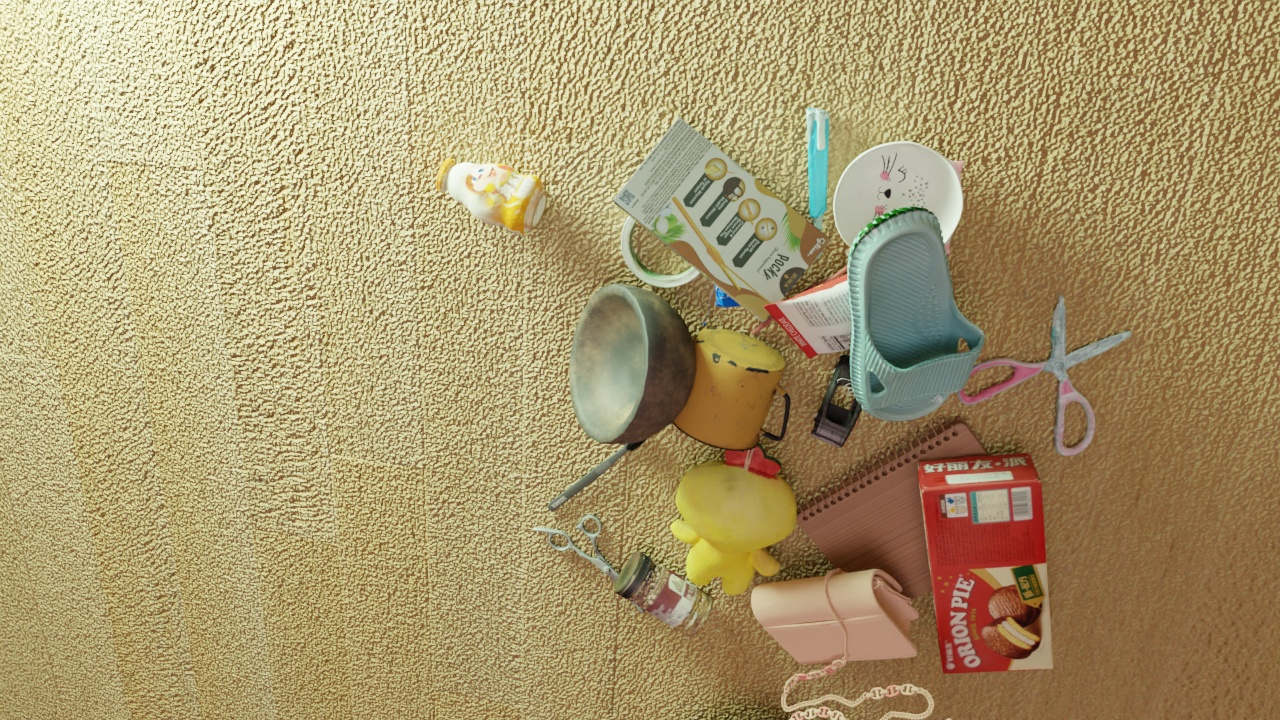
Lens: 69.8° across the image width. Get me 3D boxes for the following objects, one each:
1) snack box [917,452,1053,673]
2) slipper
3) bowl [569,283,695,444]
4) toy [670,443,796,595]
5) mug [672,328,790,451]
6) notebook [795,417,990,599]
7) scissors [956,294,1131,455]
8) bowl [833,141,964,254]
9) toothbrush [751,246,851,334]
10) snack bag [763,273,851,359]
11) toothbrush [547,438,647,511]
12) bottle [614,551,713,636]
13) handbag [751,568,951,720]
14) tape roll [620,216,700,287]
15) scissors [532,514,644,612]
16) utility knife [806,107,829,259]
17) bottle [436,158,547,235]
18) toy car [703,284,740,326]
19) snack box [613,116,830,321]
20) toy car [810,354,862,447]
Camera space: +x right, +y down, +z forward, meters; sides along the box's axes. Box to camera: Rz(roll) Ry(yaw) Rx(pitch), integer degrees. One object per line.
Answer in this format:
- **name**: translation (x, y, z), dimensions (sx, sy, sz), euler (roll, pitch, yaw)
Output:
- **snack box**: translation (0.360, 0.216, 0.958), dimensions (0.113, 0.060, 0.236), euler (-8, 111, 14)
- **slipper**: translation (0.249, -0.021, 0.843), dimensions (0.116, 0.069, 0.276), euler (-22, 135, 1)
- **bowl**: translation (-0.005, 0.005, 0.935), dimensions (0.070, 0.162, 0.162), euler (5, 119, -31)
- **toy**: translation (0.100, 0.184, 1.013), dimensions (0.134, 0.092, 0.208), euler (13, 134, 6)
- **mug**: translation (0.099, 0.031, 0.937), dimensions (0.124, 0.100, 0.094), euler (28, 115, 23)
- **notebook**: translation (0.296, 0.171, 0.997), dimensions (0.211, 0.022, 0.169), euler (-35, 101, 23)
- **scissors**: translation (0.412, 0.025, 0.918), dimensions (0.171, 0.013, 0.175), euler (-28, 102, 18)
- **bowl**: translation (0.240, -0.151, 0.862), dimensions (0.115, 0.050, 0.115), euler (5, 113, 11)
- **toothbrush**: translation (0.166, -0.070, 0.900), dimensions (0.015, 0.015, 0.185), euler (43, 136, -7)
- **snack bag**: translation (0.209, -0.051, 0.886), dimensions (0.144, 0.039, 0.130), euler (-24, 148, 20)
- **toothbrush**: translation (-0.051, 0.130, 1.065), dimensions (0.168, 0.013, 0.013), euler (-39, 99, 26)
- **bottle**: translation (0.028, 0.274, 1.077), dimensions (0.105, 0.056, 0.056), euler (33, 115, -7)
- **handbag**: translation (0.208, 0.316, 0.965), dimensions (0.199, 0.186, 0.116), euler (-19, 129, 38)
- **tape roll**: translation (0.027, -0.121, 0.940), dimensions (0.094, 0.018, 0.094), euler (5, 113, 11)
- **scissors**: translation (-0.056, 0.250, 1.114), dimensions (0.121, 0.014, 0.160), euler (-15, 105, 17)
- **utility knife**: translation (0.170, -0.169, 0.890), dimensions (0.022, 0.015, 0.149), euler (-6, 113, -9)
- **bottle**: translation (-0.152, -0.171, 0.936), dimensions (0.109, 0.063, 0.063), euler (21, 115, 4)
- **toy car**: translation (0.079, -0.082, 0.945), dimensions (0.062, 0.033, 0.092), euler (1, 96, 58)
- **snack box**: translation (0.078, -0.135, 0.890), dimensions (0.186, 0.031, 0.101), euler (39, 94, -1)
- **toy car**: translation (0.209, 0.041, 0.941), dimensions (0.040, 0.037, 0.092), euler (23, 82, 4)
